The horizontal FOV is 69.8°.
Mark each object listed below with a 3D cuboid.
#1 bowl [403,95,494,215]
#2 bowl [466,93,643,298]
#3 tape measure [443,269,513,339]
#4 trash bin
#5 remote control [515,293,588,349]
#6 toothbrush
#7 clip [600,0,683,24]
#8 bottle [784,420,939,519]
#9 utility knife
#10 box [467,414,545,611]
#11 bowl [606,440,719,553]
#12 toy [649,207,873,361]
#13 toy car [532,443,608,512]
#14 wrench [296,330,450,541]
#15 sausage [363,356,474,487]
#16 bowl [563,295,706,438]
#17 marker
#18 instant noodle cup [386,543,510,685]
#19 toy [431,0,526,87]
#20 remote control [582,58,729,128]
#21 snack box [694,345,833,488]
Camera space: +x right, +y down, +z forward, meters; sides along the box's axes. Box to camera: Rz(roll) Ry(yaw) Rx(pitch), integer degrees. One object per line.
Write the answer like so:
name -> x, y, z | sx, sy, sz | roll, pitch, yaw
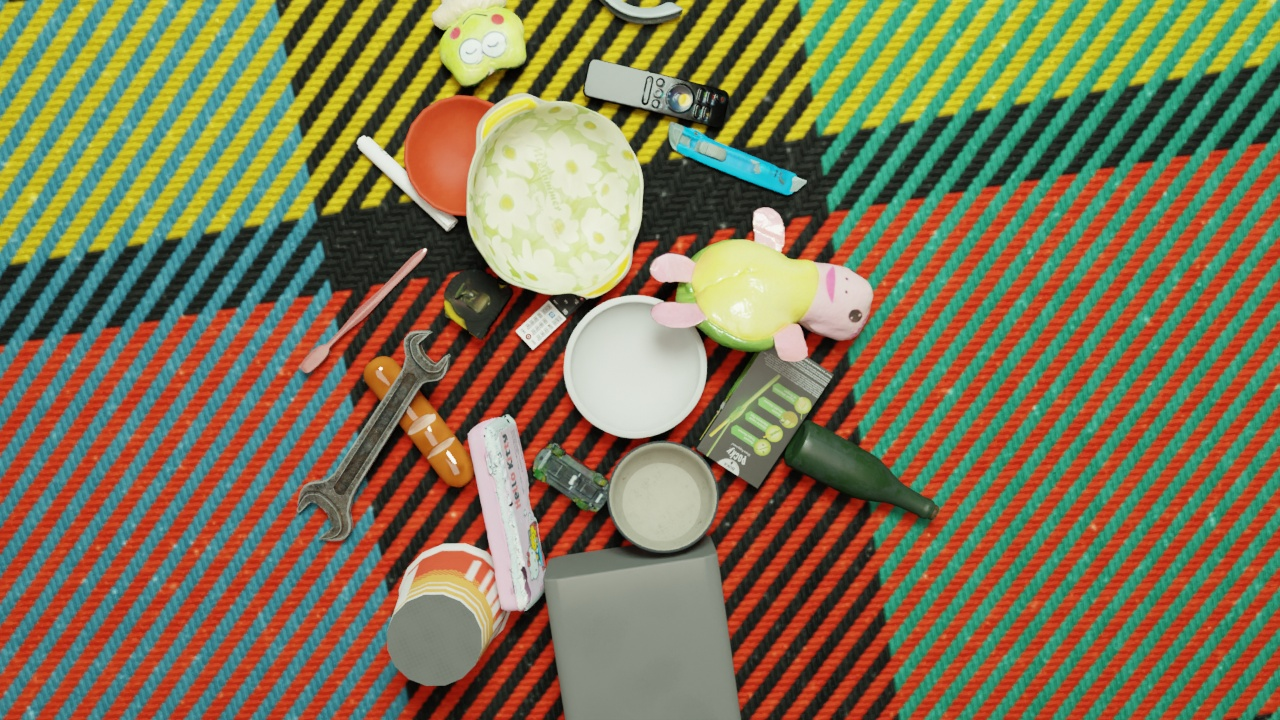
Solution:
bowl -> -0.182, -0.211, 0.957 | 0.122, 0.035, 0.122 | 0, 95, -1
bowl -> -0.093, -0.165, 0.931 | 0.188, 0.060, 0.219 | -40, 119, -12
tape measure -> -0.175, -0.065, 0.969 | 0.062, 0.038, 0.067 | 35, 94, -4
trash bin -> 0.004, 0.315, 0.978 | 0.192, 0.097, 0.220 | -8, 94, -1
remote control -> -0.079, -0.063, 0.984 | 0.124, 0.012, 0.028 | -43, 95, 2
toothbrush -> -0.294, -0.054, 0.981 | 0.184, 0.015, 0.015 | -45, 94, 0
clip -> -0.031, -0.377, 0.950 | 0.172, 0.029, 0.143 | -4, 94, 0
bottle -> 0.242, 0.126, 0.987 | 0.174, 0.055, 0.055 | 27, 94, -5
utility knife -> 0.101, -0.212, 0.975 | 0.158, 0.015, 0.031 | 20, 99, -4
box -> -0.138, 0.160, 0.967 | 0.044, 0.086, 0.202 | -9, 95, 8
bowl -> 0.023, 0.148, 0.973 | 0.115, 0.059, 0.115 | 0, 74, 0
toy -> 0.125, -0.069, 0.946 | 0.238, 0.088, 0.189 | -1, 57, -12
toy car -> -0.073, 0.125, 0.988 | 0.091, 0.036, 0.042 | 33, 94, -5
wrench -> -0.280, 0.082, 0.960 | 0.070, 0.010, 0.274 | 37, 108, 1
sausage -> -0.234, 0.066, 0.975 | 0.039, 0.044, 0.164 | -37, 94, -3
bowl -> -0.006, 0.006, 0.976 | 0.149, 0.043, 0.149 | 0, 94, -2
marker -> -0.246, -0.187, 0.965 | 0.133, 0.020, 0.017 | 43, 96, -4
instant noodle cup -> -0.203, 0.268, 0.955 | 0.123, 0.121, 0.123 | 0, 95, -1
toy -> -0.169, -0.343, 0.942 | 0.092, 0.046, 0.115 | -21, 87, 3
remote control -> 0.016, -0.279, 0.964 | 0.152, 0.020, 0.041 | 13, 94, -3
snack box -> 0.133, 0.054, 0.992 | 0.080, 0.025, 0.147 | 33, 93, -4
